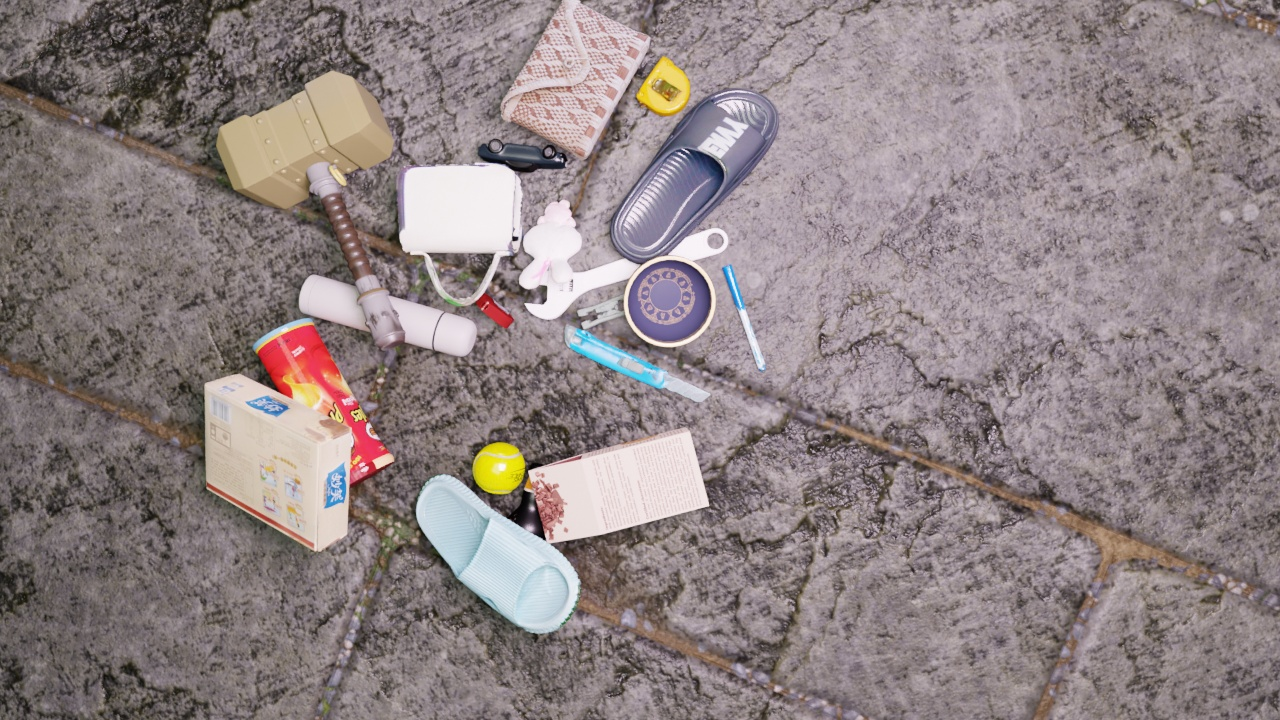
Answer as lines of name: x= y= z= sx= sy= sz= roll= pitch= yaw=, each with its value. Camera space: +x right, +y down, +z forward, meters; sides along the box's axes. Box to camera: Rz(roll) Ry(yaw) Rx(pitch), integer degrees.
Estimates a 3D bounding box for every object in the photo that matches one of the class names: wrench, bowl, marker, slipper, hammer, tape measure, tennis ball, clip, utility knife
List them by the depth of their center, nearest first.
slipper: x=-0.192 y=0.236 z=1.125 sx=0.276 sy=0.069 sz=0.116 roll=33 pitch=105 yaw=27
slipper: x=0.062 y=-0.236 z=1.131 sx=0.110 sy=0.083 sz=0.268 roll=41 pitch=90 yaw=4
hammer: x=-0.368 y=-0.164 z=1.135 sx=0.190 sy=0.100 sz=0.324 roll=-25 pitch=83 yaw=4
bowl: x=0.034 y=-0.078 z=1.147 sx=0.112 sy=0.061 sz=0.112 roll=-1 pitch=103 yaw=-4
tape measure: x=0.033 y=-0.340 z=1.160 sx=0.059 sy=0.030 sz=0.068 roll=36 pitch=94 yaw=4
tennis ball: x=-0.180 y=0.137 z=1.169 sx=0.065 sy=0.065 sz=0.065 roll=0 pitch=92 yaw=4
marker: x=0.134 y=-0.054 z=1.170 sx=0.013 sy=0.013 sz=0.142 roll=-19 pitch=91 yaw=4
tape measure: x=-0.186 y=-0.066 z=1.174 sx=0.051 sy=0.059 sz=0.019 roll=39 pitch=94 yaw=-28
wrench: x=-0.020 y=-0.117 z=1.176 sx=0.273 sy=0.018 sz=0.066 roll=-17 pitch=91 yaw=3
clip: x=-0.042 y=-0.063 z=1.176 sx=0.076 sy=0.023 sz=0.043 roll=-20 pitch=92 yaw=6
utility knife: x=-0.007 y=0.007 z=1.181 sx=0.207 sy=0.015 sz=0.031 roll=23 pitch=97 yaw=1

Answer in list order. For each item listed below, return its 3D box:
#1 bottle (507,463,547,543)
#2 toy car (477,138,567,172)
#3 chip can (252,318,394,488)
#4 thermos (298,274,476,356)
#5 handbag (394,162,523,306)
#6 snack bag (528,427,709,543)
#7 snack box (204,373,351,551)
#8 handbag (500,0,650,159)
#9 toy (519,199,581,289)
bottle: x=-0.146 y=0.222 z=1.172 sx=0.059 sy=0.059 sz=0.181 roll=11 pitch=92 yaw=3
toy car: x=-0.150 y=-0.257 z=1.166 sx=0.112 sy=0.046 sz=0.034 roll=7 pitch=91 yaw=5
chip can: x=-0.404 y=0.058 z=1.172 sx=0.087 sy=0.087 sz=0.213 roll=-30 pitch=89 yaw=4
thermos: x=-0.322 y=-0.056 z=1.179 sx=0.224 sy=0.052 sz=0.052 roll=16 pitch=92 yaw=3
handbag: x=-0.226 y=-0.156 z=1.159 sx=0.151 sy=0.074 sz=0.176 roll=0 pitch=91 yaw=3
snack bag: x=-0.029 y=0.157 z=1.149 sx=0.206 sy=0.070 sz=0.094 roll=-15 pitch=90 yaw=-1
snack box: x=-0.450 y=0.123 z=1.134 sx=0.207 sy=0.055 sz=0.153 roll=20 pitch=114 yaw=25
handbag: x=-0.080 y=-0.354 z=1.139 sx=0.124 sy=0.047 sz=0.185 roll=28 pitch=79 yaw=-1
toy: x=-0.112 y=-0.146 z=1.163 sx=0.076 sy=0.037 sz=0.125 roll=-2 pitch=64 yaw=14
